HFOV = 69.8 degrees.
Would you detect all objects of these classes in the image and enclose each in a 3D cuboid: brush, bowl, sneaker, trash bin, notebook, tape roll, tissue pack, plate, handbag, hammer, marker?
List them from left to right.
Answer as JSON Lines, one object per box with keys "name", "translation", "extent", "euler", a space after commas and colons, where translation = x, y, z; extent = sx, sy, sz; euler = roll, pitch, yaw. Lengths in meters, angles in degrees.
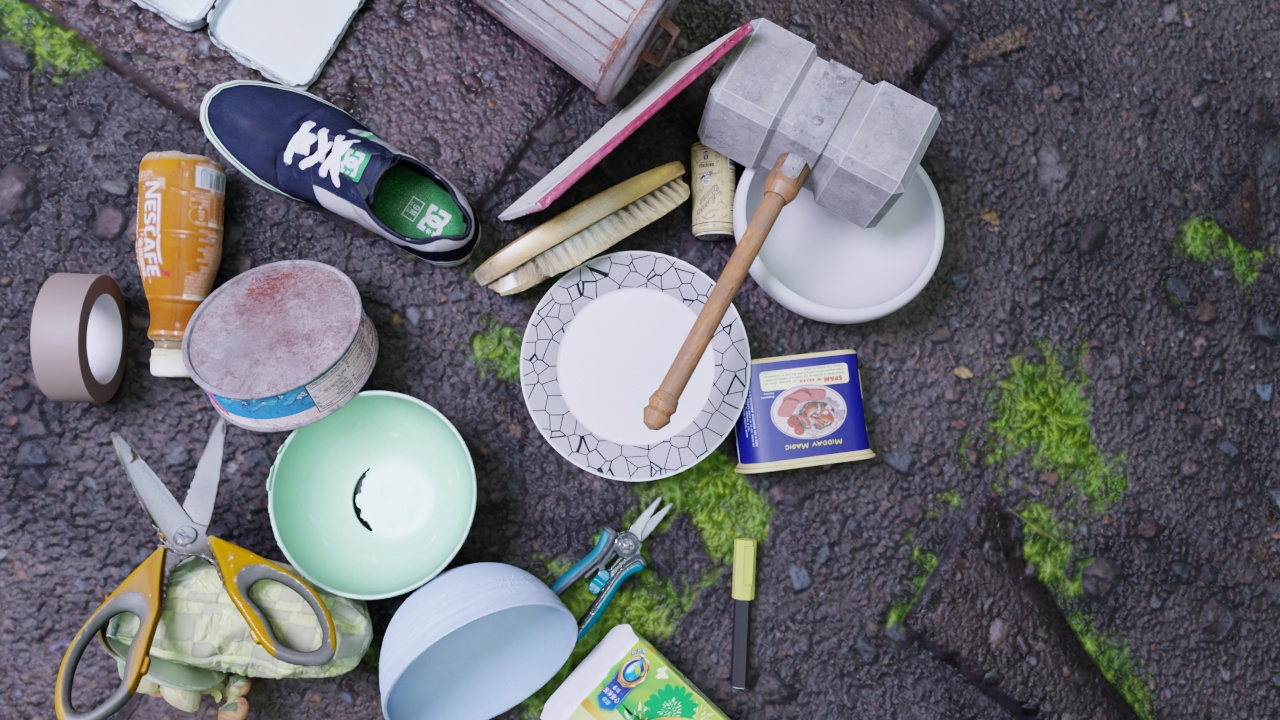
{"name": "tape roll", "translation": [-0.404, -0.016, 0.665], "extent": [0.030, 0.094, 0.093], "euler": [2, 86, -10]}
{"name": "handbag", "translation": [-0.293, 0.203, 0.665], "extent": [0.186, 0.113, 0.117], "euler": [16, 91, -10]}
{"name": "sneaker", "translation": [-0.232, -0.153, 0.713], "extent": [0.235, 0.079, 0.084], "euler": [28, 83, -7]}
{"name": "bowl", "translation": [-0.196, 0.103, 0.699], "extent": [0.151, 0.077, 0.150], "euler": [1, 79, -4]}
{"name": "bowl", "translation": [-0.130, 0.205, 0.693], "extent": [0.150, 0.151, 0.074], "euler": [-27, 50, -11]}
{"name": "trash bin", "translation": [-0.063, -0.309, 0.729], "extent": [0.211, 0.131, 0.130], "euler": [34, 81, -5]}
{"name": "brush", "translation": [-0.046, -0.107, 0.755], "extent": [0.195, 0.059, 0.043], "euler": [-30, 101, -9]}
{"name": "notebook", "translation": [-0.019, -0.181, 0.717], "extent": [0.208, 0.153, 0.012], "euler": [-43, 107, -10]}
{"name": "plate", "translation": [-0.005, 0.005, 0.760], "extent": [0.188, 0.016, 0.188], "euler": [0, 86, 4]}
{"name": "tissue pack", "translation": [0.030, 0.310, 0.699], "extent": [0.197, 0.141, 0.120], "euler": [38, 81, -6]}
{"name": "marker", "translation": [0.087, 0.214, 0.777], "extent": [0.017, 0.021, 0.124], "euler": [3, 87, -10]}
{"name": "hammer", "translation": [0.081, -0.085, 0.688], "extent": [0.163, 0.083, 0.317], "euler": [29, 75, 3]}
{"name": "bowl", "translation": [0.162, -0.110, 0.781], "extent": [0.176, 0.066, 0.176], "euler": [1, 75, -5]}

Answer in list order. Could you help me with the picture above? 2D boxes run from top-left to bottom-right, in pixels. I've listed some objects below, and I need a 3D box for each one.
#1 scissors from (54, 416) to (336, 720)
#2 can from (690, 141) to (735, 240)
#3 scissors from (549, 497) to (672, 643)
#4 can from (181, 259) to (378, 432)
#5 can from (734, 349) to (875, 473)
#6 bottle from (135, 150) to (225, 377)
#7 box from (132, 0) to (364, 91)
{"name": "scissors", "translation": [-0.310, 0.141, 0.608], "extent": [0.225, 0.016, 0.216], "euler": [44, 55, 11]}
{"name": "can", "translation": [0.063, -0.145, 0.786], "extent": [0.038, 0.038, 0.079], "euler": [0, 86, -10]}
{"name": "scissors", "translation": [-0.028, 0.178, 0.759], "extent": [0.126, 0.019, 0.143], "euler": [2, 80, -5]}
{"name": "can", "translation": [-0.265, -0.013, 0.681], "extent": [0.130, 0.044, 0.129], "euler": [-3, 53, 3]}
{"name": "can", "translation": [0.134, 0.043, 0.779], "extent": [0.116, 0.056, 0.092], "euler": [-6, 86, -11]}
{"name": "bottle", "translation": [-0.350, -0.071, 0.697], "extent": [0.059, 0.059, 0.167], "euler": [2, 89, -10]}
{"name": "box", "translation": [-0.303, -0.345, 0.740], "extent": [0.189, 0.037, 0.208], "euler": [28, 82, -15]}
